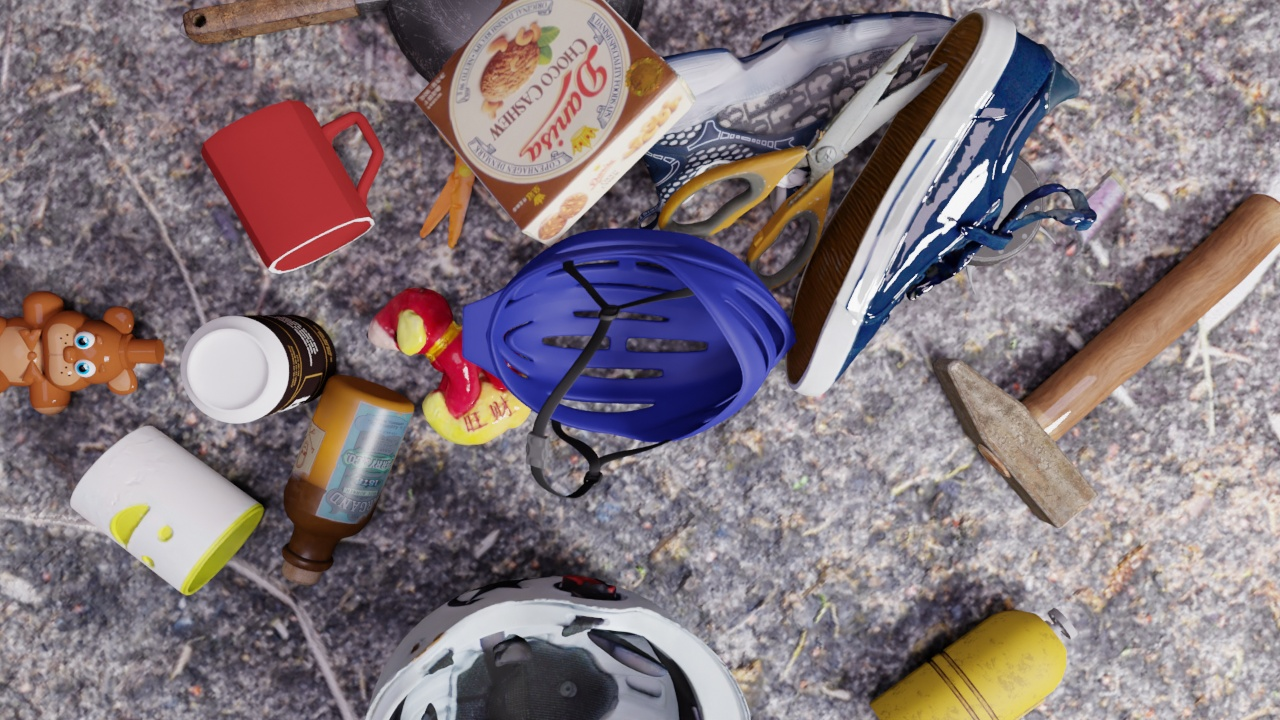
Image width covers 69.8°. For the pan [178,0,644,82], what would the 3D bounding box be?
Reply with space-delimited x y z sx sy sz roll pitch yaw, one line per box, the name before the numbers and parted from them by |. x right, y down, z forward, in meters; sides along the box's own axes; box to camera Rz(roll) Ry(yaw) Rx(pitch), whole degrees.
pan | -0.173 -0.278 0.689 0.357 0.040 0.207 -10 91 -3

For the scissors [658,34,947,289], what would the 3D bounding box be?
scissors | 0.107 -0.139 0.646 0.166 0.016 0.226 15 133 -19

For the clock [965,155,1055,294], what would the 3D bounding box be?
clock | 0.259 -0.123 0.712 0.091 0.043 0.123 -33 92 3

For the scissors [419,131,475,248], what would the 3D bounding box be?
scissors | -0.127 -0.143 0.717 0.084 0.012 0.133 11 93 -1

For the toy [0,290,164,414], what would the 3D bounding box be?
toy | -0.433 -0.005 0.692 0.127 0.065 0.095 0 97 -7

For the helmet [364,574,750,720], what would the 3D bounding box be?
helmet | -0.063 0.263 0.670 0.264 0.163 0.236 -7 98 -8

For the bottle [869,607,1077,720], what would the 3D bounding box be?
bottle | 0.269 0.254 0.725 0.164 0.071 0.071 -36 94 1

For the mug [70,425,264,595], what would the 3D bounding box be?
mug | -0.354 0.112 0.692 0.106 0.082 0.082 38 92 -2

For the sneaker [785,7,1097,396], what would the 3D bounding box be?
sneaker | 0.212 -0.086 0.659 0.127 0.120 0.295 24 112 -12

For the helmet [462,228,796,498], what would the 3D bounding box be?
helmet | -0.004 0.004 0.624 0.241 0.227 0.148 5 119 -3

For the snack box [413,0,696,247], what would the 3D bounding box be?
snack box | -0.062 -0.179 0.629 0.143 0.041 0.147 -43 69 10

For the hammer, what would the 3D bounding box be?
hammer | 0.387 -0.025 0.726 0.301 0.037 0.158 -41 94 1

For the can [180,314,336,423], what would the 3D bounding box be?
can | -0.270 0.003 0.663 0.072 0.128 0.072 0 93 -2

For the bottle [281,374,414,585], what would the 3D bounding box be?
bottle | -0.232 0.094 0.700 0.068 0.068 0.157 22 93 -3

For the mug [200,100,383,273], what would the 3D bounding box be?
mug | -0.245 -0.134 0.681 0.116 0.080 0.096 -29 94 -7

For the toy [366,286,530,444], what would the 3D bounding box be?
toy | -0.136 -0.001 0.703 0.105 0.067 0.137 -42 102 -5

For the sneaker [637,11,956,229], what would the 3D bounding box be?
sneaker | 0.112 -0.180 0.690 0.269 0.103 0.132 -14 109 0
